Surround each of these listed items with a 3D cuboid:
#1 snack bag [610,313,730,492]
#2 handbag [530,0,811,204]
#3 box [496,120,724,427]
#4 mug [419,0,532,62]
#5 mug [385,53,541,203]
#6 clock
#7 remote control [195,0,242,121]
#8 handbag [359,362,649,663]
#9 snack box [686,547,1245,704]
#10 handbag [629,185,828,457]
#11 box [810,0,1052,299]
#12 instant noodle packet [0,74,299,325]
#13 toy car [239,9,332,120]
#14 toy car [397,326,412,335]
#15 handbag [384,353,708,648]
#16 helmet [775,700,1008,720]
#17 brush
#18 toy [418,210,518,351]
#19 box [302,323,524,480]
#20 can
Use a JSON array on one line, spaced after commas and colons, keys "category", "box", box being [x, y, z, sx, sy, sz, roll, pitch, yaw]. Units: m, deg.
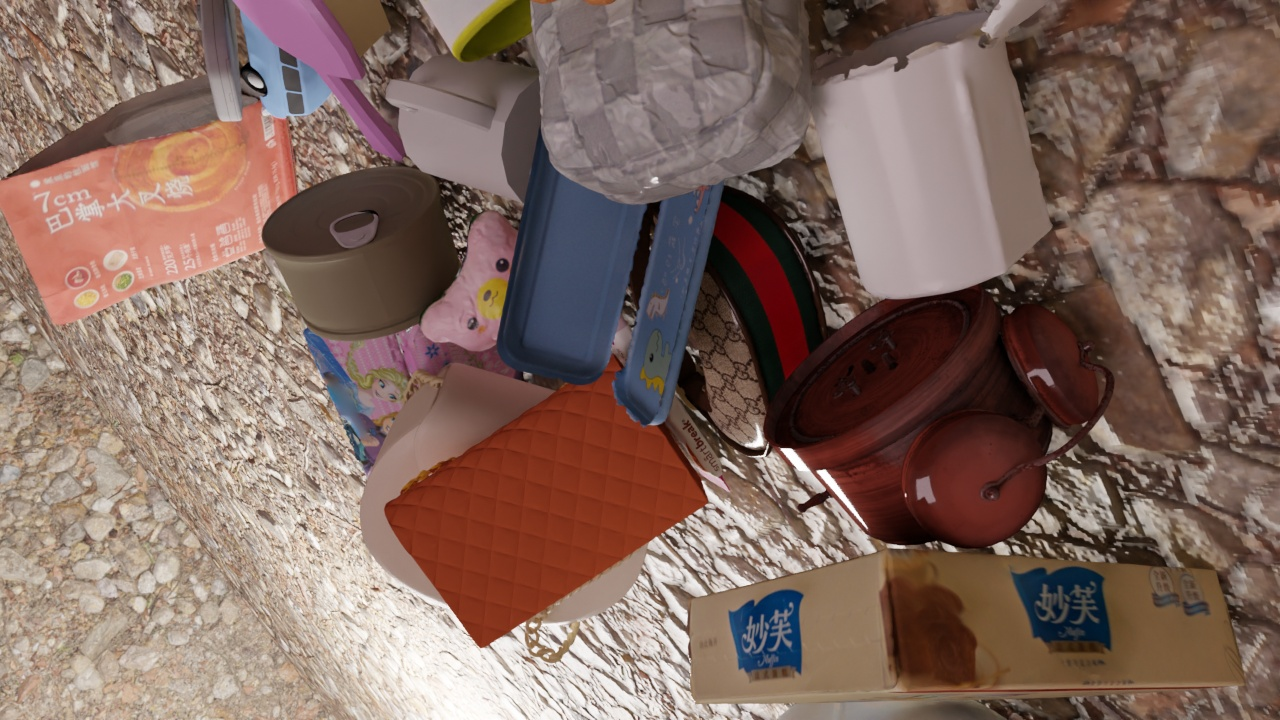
[{"category": "snack bag", "box": [-0.004, 0.004, 0.610, 0.196, 0.016, 0.070, 56, 173, -9]}, {"category": "handbag", "box": [-0.001, -0.151, 0.341, 0.113, 0.123, 0.171, -10, 83, 31]}, {"category": "box", "box": [-0.003, -0.080, 0.453, 0.120, 0.049, 0.210, 21, 106, 30]}, {"category": "mug", "box": [-0.087, -0.218, 0.458, 0.083, 0.082, 0.106, -21, 104, 54]}, {"category": "mug", "box": [-0.093, -0.137, 0.526, 0.090, 0.105, 0.073, 22, 98, 34]}, {"category": "clock", "box": [0.132, 0.024, 0.411, 0.072, 0.120, 0.158, 49, 154, -13]}, {"category": "remote control", "box": [-0.302, -0.244, 0.654, 0.074, 0.019, 0.151, 116, 143, -59]}, {"category": "handbag", "box": [-0.098, 0.113, 0.685, 0.210, 0.103, 0.209, 17, 126, -7]}, {"category": "snack box", "box": [0.147, 0.133, 0.439, 0.154, 0.207, 0.055, -36, 50, 56]}, {"category": "handbag", "box": [0.044, -0.021, 0.531, 0.138, 0.063, 0.167, 33, 149, 51]}, {"category": "box", "box": [0.130, -0.092, 0.338, 0.144, 0.083, 0.137, 7, 127, 56]}, {"category": "instant noodle packet", "box": [-0.405, -0.130, 0.772, 0.084, 0.220, 0.165, 37, 143, 15]}, {"category": "toy car", "box": [-0.245, -0.232, 0.638, 0.055, 0.056, 0.154, 27, 149, 1]}, {"category": "toy car", "box": [-0.203, -0.047, 0.790, 0.106, 0.032, 0.048, -25, 101, 50]}, {"category": "handbag", "box": [-0.060, 0.085, 0.585, 0.109, 0.172, 0.060, 56, -176, -11]}, {"category": "helmet", "box": [0.170, 0.282, 0.556, 0.237, 0.163, 0.264, 19, 150, 19]}, {"category": "brush", "box": [-0.196, -0.206, 0.583, 0.089, 0.043, 0.229, 27, 168, 18]}, {"category": "toy", "box": [-0.097, -0.043, 0.644, 0.093, 0.050, 0.102, 32, 101, -3]}, {"category": "box", "box": [-0.161, 0.055, 0.743, 0.066, 0.158, 0.231, -116, 13, -52]}, {"category": "can", "box": [-0.200, -0.080, 0.673, 0.128, 0.127, 0.073, 21, 138, 35]}]
